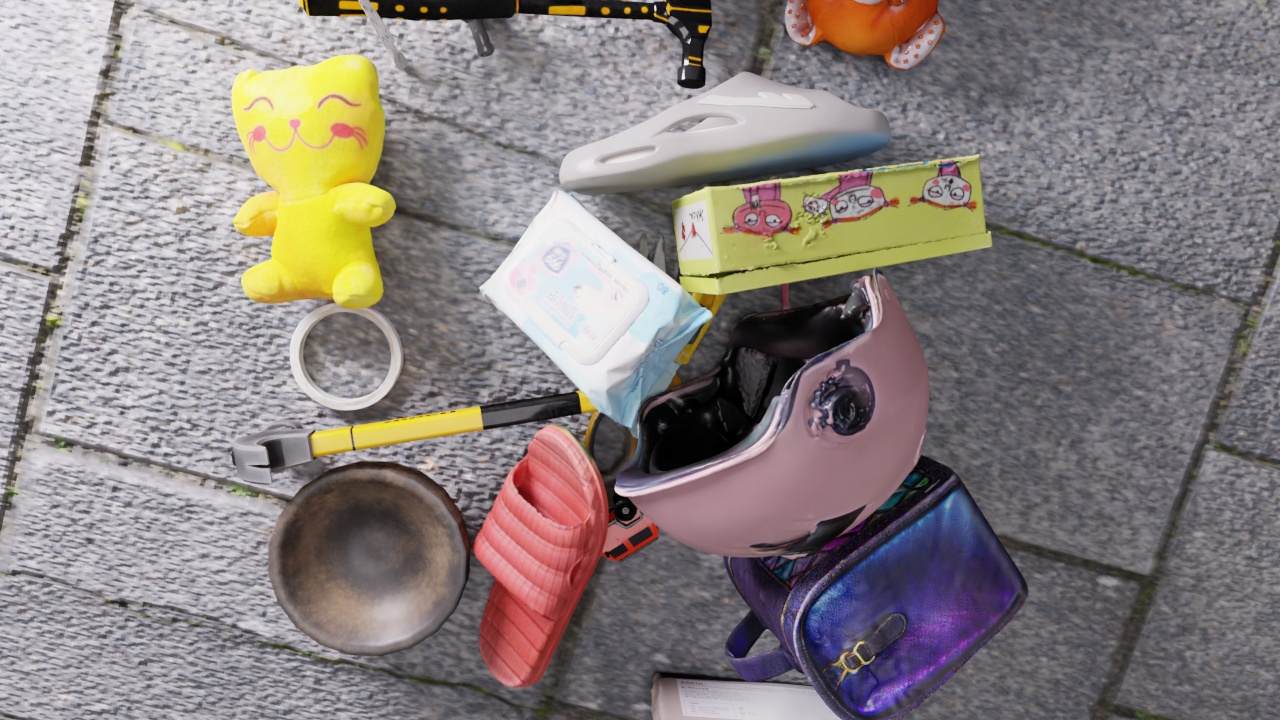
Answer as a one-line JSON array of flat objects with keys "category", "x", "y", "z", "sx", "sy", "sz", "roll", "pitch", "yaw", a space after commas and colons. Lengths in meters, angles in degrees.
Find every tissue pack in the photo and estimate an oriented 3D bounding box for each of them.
[{"category": "tissue pack", "x": 0.101, "y": 0.330, "z": 0.804, "sx": 0.181, "sy": 0.104, "sz": 0.071, "roll": 9, "pitch": 99, "yaw": -6}, {"category": "tissue pack", "x": -0.037, "y": -0.044, "z": 0.723, "sx": 0.112, "sy": 0.070, "sz": 0.182, "roll": -49, "pitch": 60, "yaw": 3}]

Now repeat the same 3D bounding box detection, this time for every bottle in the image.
[{"category": "bottle", "x": -0.143, "y": -0.300, "z": 0.737, "sx": 0.030, "sy": 0.030, "sz": 0.113, "roll": -19, "pitch": 99, "yaw": -1}]

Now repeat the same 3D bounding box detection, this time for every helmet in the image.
[{"category": "helmet", "x": 0.106, "y": 0.057, "z": 0.689, "sx": 0.254, "sy": 0.231, "sz": 0.152, "roll": -42, "pitch": 103, "yaw": -35}]

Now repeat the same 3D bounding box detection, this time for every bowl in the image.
[{"category": "bowl", "x": -0.223, "y": 0.160, "z": 0.777, "sx": 0.162, "sy": 0.070, "sz": 0.162, "roll": 0, "pitch": 98, "yaw": -3}]

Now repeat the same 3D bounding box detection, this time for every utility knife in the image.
[{"category": "utility knife", "x": 0.047, "y": -0.031, "z": 0.785, "sx": 0.030, "sy": 0.019, "sz": 0.218, "roll": 30, "pitch": 92, "yaw": -6}]

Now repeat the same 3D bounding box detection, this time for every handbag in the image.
[{"category": "handbag", "x": 0.164, "y": 0.180, "z": 0.739, "sx": 0.222, "sy": 0.205, "sz": 0.125, "roll": -35, "pitch": 98, "yaw": -4}]

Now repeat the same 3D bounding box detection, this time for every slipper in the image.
[{"category": "slipper", "x": 0.063, "y": -0.190, "z": 0.735, "sx": 0.266, "sy": 0.113, "sz": 0.080, "roll": -9, "pitch": 87, "yaw": 3}, {"category": "slipper", "x": -0.095, "y": 0.171, "z": 0.753, "sx": 0.103, "sy": 0.059, "sz": 0.249, "roll": 32, "pitch": 115, "yaw": 34}]

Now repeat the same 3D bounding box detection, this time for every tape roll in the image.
[{"category": "tape roll", "x": -0.250, "y": -0.004, "z": 0.781, "sx": 0.093, "sy": 0.013, "sz": 0.093, "roll": -1, "pitch": 98, "yaw": -4}]

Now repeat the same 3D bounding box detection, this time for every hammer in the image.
[{"category": "hammer", "x": -0.157, "y": 0.051, "z": 0.734, "sx": 0.324, "sy": 0.170, "sz": 0.034, "roll": -9, "pitch": 94, "yaw": -11}, {"category": "hammer", "x": -0.098, "y": -0.282, "z": 0.715, "sx": 0.320, "sy": 0.036, "sz": 0.123, "roll": -1, "pitch": 87, "yaw": -14}]

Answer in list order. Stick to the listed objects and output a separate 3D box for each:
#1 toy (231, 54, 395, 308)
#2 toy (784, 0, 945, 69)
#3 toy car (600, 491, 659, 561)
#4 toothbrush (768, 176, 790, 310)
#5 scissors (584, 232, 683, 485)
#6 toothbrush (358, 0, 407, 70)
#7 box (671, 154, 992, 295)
[{"category": "toy", "x": -0.248, "y": -0.137, "z": 0.728, "sx": 0.134, "sy": 0.087, "sz": 0.194, "roll": -3, "pitch": 95, "yaw": 15}, {"category": "toy", "x": 0.190, "y": -0.327, "z": 0.720, "sx": 0.164, "sy": 0.092, "sz": 0.172, "roll": 18, "pitch": 101, "yaw": 16}, {"category": "toy car", "x": -0.028, "y": 0.150, "z": 0.796, "sx": 0.100, "sy": 0.051, "sz": 0.049, "roll": -32, "pitch": 96, "yaw": 1}, {"category": "toothbrush", "x": 0.122, "y": -0.090, "z": 0.789, "sx": 0.021, "sy": 0.016, "sz": 0.135, "roll": -9, "pitch": 99, "yaw": -11}, {"category": "scissors", "x": -0.005, "y": 0.003, "z": 0.795, "sx": 0.134, "sy": 0.016, "sz": 0.228, "roll": -8, "pitch": 98, "yaw": -3}, {"category": "toothbrush", "x": -0.190, "y": -0.242, "z": 0.666, "sx": 0.010, "sy": 0.181, "sz": 0.010, "roll": -43, "pitch": 95, "yaw": -2}, {"category": "box", "x": 0.146, "y": -0.105, "z": 0.724, "sx": 0.220, "sy": 0.124, "sz": 0.082, "roll": -8, "pitch": 96, "yaw": -12}]
